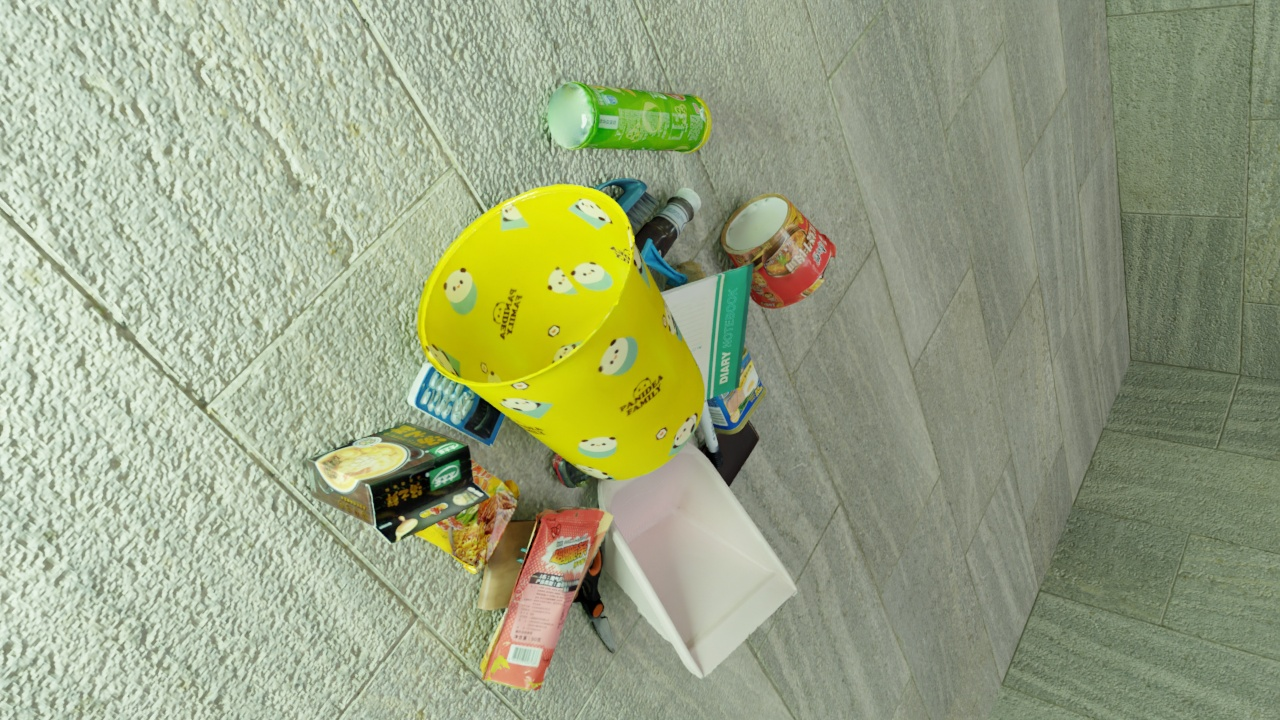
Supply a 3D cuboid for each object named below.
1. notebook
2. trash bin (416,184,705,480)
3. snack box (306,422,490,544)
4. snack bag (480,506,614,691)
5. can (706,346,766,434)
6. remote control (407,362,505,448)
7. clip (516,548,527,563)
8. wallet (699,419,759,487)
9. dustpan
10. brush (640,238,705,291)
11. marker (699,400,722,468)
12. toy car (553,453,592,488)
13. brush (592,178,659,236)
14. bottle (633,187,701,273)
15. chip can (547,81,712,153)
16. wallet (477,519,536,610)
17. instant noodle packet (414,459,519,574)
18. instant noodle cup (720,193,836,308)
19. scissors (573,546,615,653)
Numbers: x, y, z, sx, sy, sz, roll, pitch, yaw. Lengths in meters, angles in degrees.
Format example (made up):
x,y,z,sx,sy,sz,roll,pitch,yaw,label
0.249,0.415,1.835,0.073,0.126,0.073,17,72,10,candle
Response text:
x,y,z,sx,sy,sz,roll,pitch,yaw,label
0.069,-0.018,1.155,0.150,0.012,0.209,-19,137,-20,notebook
-0.061,-0.011,0.948,0.229,0.230,0.255,-62,143,-19,trash bin
-0.223,0.108,0.846,0.113,0.126,0.053,-22,115,-45,snack box
-0.108,0.262,1.034,0.128,0.073,0.208,20,92,-56,snack bag
0.126,0.039,1.303,0.101,0.057,0.083,-50,130,-31,can
-0.188,0.047,0.954,0.125,0.024,0.049,39,69,-46,remote control
-0.122,0.228,1.057,0.057,0.014,0.046,35,70,-55,clip
0.126,0.133,1.356,0.122,0.020,0.096,-54,129,-25,wallet
0.062,0.223,1.159,0.221,0.273,0.139,-29,145,-46,dustpan
0.035,-0.102,1.105,0.083,0.046,0.254,-64,162,-1,brush
0.096,0.098,1.286,0.022,0.018,0.131,-65,146,-49,marker
-0.056,0.106,1.109,0.120,0.045,0.053,-36,124,-30,toy car
-0.041,-0.163,1.060,0.073,0.055,0.143,47,61,-18,brush
0.011,-0.137,1.115,0.194,0.044,0.080,-53,172,-28,bottle
-0.010,-0.276,1.052,0.220,0.073,0.072,-13,108,-49,chip can
-0.137,0.235,1.066,0.115,0.020,0.101,13,88,-54,wallet
-0.188,0.153,0.966,0.128,0.044,0.110,47,59,-44,instant noodle packet
0.183,-0.157,1.275,0.108,0.138,0.137,44,65,-36,instant noodle cup
-0.073,0.314,1.156,0.124,0.022,0.235,-27,125,-43,scissors
